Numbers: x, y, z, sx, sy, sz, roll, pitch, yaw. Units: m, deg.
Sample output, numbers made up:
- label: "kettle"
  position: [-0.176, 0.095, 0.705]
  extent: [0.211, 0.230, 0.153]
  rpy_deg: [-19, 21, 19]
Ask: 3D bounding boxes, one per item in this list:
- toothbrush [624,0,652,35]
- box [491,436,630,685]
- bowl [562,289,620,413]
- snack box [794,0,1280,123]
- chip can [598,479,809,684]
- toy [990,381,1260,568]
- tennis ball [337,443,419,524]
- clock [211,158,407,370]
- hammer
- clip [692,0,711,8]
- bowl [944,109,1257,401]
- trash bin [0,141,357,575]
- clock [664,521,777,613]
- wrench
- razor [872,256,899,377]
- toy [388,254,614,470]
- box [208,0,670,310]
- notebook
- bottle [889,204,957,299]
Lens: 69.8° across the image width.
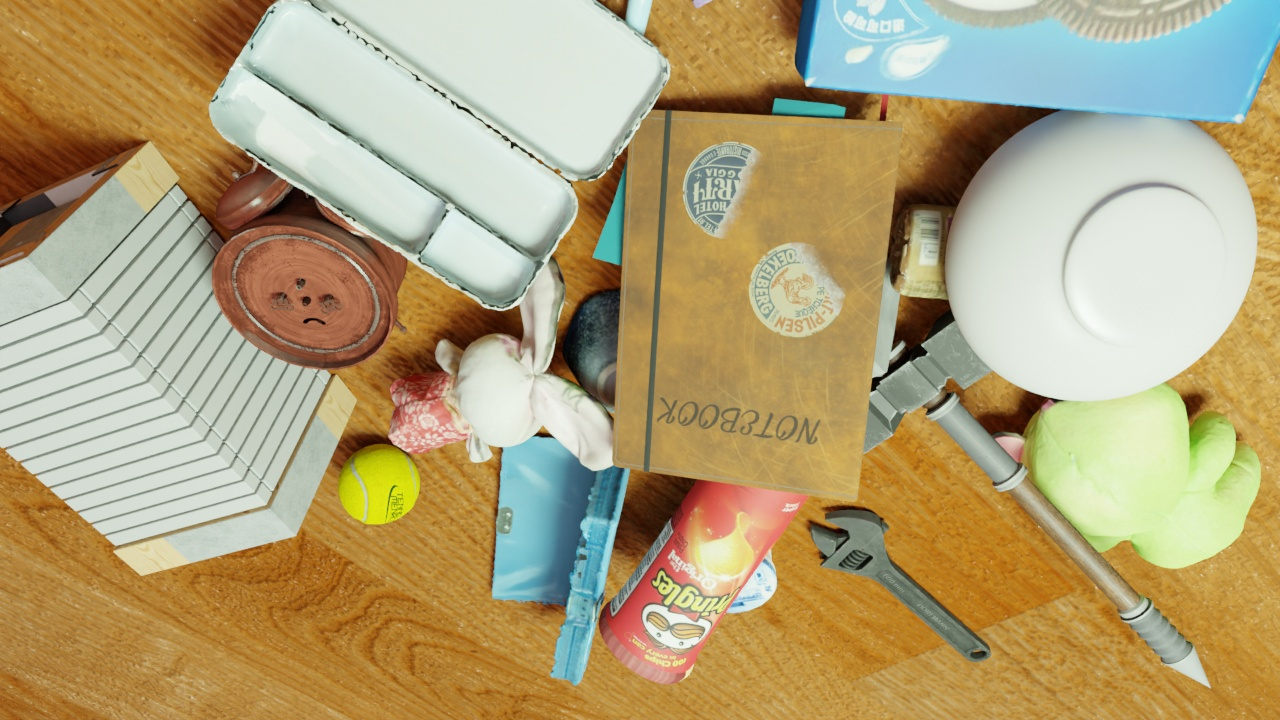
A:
- label: "toothbrush"
  position: [0.010, -0.237, 0.496]
  extent: [0.016, 0.022, 0.155]
  rpy_deg: [41, 135, 27]
- label: "box"
  position: [-0.082, 0.173, 0.797]
  extent: [0.111, 0.094, 0.232]
  rpy_deg: [12, 130, 0]
- label: "bowl"
  position: [-0.004, 0.004, 0.670]
  extent: [0.110, 0.055, 0.110]
  rpy_deg: [3, 129, 3]
- label: "snack box"
  position: [0.208, -0.227, 0.450]
  extent: [0.239, 0.056, 0.196]
  rpy_deg: [5, 123, 0]
- label: "chip can"
  position: [0.056, 0.146, 0.720]
  extent: [0.087, 0.087, 0.214]
  rpy_deg: [27, 106, -17]
- label: "toy"
  position: [0.365, 0.086, 0.680]
  extent: [0.196, 0.107, 0.151]
  rpy_deg: [20, 132, -22]
- label: "tennis ball"
  position: [-0.218, 0.103, 0.763]
  extent: [0.065, 0.065, 0.065]
  rpy_deg: [2, 130, 3]
- label: "clock"
  position: [-0.217, -0.072, 0.614]
  extent: [0.120, 0.072, 0.158]
  rpy_deg: [3, 130, 3]
- label: "hammer"
  position: [0.286, 0.110, 0.645]
  extent: [0.322, 0.042, 0.156]
  rpy_deg: [47, 132, 1]
- label: "clip"
  position: [0.048, -0.213, 0.515]
  extent: [0.051, 0.014, 0.043]
  rpy_deg: [10, 129, 0]
- label: "bowl"
  position: [0.270, -0.056, 0.520]
  extent: [0.176, 0.066, 0.177]
  rpy_deg: [0, 104, -1]
- label: "trash bin"
  position: [-0.349, 0.006, 0.645]
  extent: [0.143, 0.142, 0.247]
  rpy_deg: [-16, 126, 17]
- label: "clock"
  position: [0.070, 0.168, 0.800]
  extent: [0.089, 0.051, 0.125]
  rpy_deg: [-11, 127, 15]
- label: "wrench"
  position: [0.248, 0.214, 0.847]
  extent: [0.073, 0.018, 0.273]
  rpy_deg: [-34, 121, 28]
- label: "razor"
  position: [0.122, -0.017, 0.641]
  extent: [0.047, 0.088, 0.116]
  rpy_deg: [36, 143, -23]
- label: "toy"
  position: [-0.110, 0.024, 0.672]
  extent: [0.195, 0.084, 0.159]
  rpy_deg: [-21, 91, 32]
- label: "box"
  position: [-0.113, -0.152, 0.523]
  extent: [0.209, 0.045, 0.191]
  rpy_deg: [31, 100, -13]
- label: "notebook"
  position: [0.059, -0.042, 0.576]
  extent: [0.178, 0.014, 0.249]
  rpy_deg: [7, 104, 14]
- label: "bottle"
  position: [0.247, -0.064, 0.582]
  extent: [0.166, 0.059, 0.060]
  rpy_deg: [5, 130, 7]
